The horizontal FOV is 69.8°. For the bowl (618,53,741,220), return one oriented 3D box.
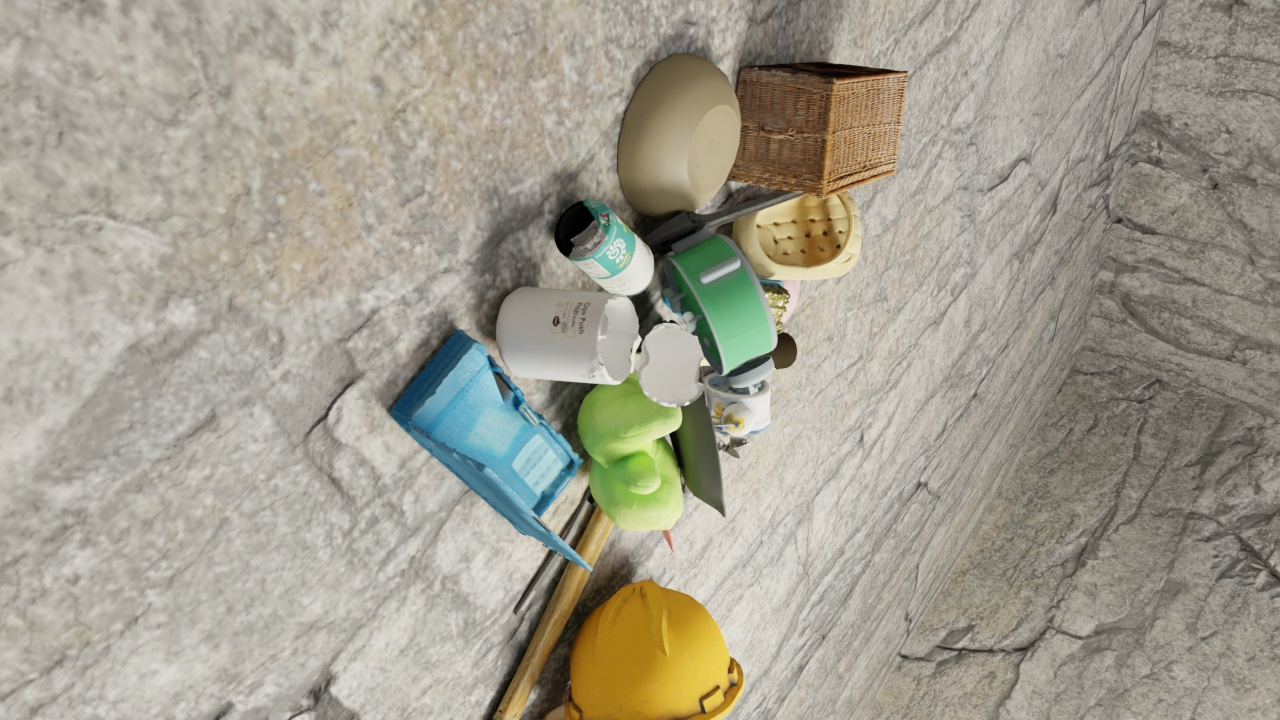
[{"bbox_3d":[0.047,-0.199,0.840,0.151,0.050,0.152,-35,138,-40],"label":"bowl"}]

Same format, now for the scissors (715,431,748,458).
[{"bbox_3d":[0.100,0.114,1.173,0.150,0.012,0.165,-40,152,-25],"label":"scissors"}]

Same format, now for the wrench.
[{"bbox_3d":[0.098,-0.150,0.925,0.272,0.018,0.073,-25,172,-38],"label":"wrench"}]

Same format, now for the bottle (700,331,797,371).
[{"bbox_3d":[0.107,-0.006,1.061,0.184,0.045,0.045,-6,117,-42],"label":"bottle"}]

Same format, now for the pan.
[{"bbox_3d":[0.044,0.083,0.975,0.024,0.216,0.355,-14,155,-6],"label":"pan"}]

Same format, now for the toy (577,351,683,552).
[{"bbox_3d":[-0.009,0.095,0.905,0.107,0.150,0.197,-6,126,-12],"label":"toy"}]

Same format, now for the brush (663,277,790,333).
[{"bbox_3d":[0.085,-0.066,0.973,0.135,0.075,0.055,4,111,-23],"label":"brush"}]

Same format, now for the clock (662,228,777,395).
[{"bbox_3d":[0.077,-0.035,0.868,0.075,0.122,0.162,-26,123,-5],"label":"clock"}]

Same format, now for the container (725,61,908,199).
[{"bbox_3d":[0.187,-0.246,0.957,0.198,0.114,0.113,-25,126,-49],"label":"container"}]

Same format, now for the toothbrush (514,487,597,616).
[{"bbox_3d":[-0.083,0.194,0.961,0.167,0.013,0.013,-56,148,-9],"label":"toothbrush"}]

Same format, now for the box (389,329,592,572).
[{"bbox_3d":[-0.094,0.085,0.771,0.094,0.112,0.232,-53,147,-17],"label":"box"}]

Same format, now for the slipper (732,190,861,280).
[{"bbox_3d":[0.204,-0.148,1.050,0.260,0.079,0.111,-16,93,-47],"label":"slipper"}]

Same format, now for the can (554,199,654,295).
[{"bbox_3d":[-0.029,-0.095,0.796,0.055,0.055,0.101,-62,148,-5],"label":"can"}]

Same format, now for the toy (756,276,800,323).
[{"bbox_3d":[0.165,-0.091,1.090,0.095,0.053,0.099,-64,158,-12],"label":"toy"}]

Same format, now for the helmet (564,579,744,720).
[{"bbox_3d":[0.008,0.322,1.045,0.255,0.205,0.131,-10,92,-80],"label":"helmet"}]

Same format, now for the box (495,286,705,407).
[{"bbox_3d":[-0.029,-0.011,0.765,0.136,0.147,0.084,45,54,-57],"label":"box"}]

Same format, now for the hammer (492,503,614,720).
[{"bbox_3d":[-0.097,0.285,0.987,0.132,0.033,0.330,30,85,-58],"label":"hammer"}]

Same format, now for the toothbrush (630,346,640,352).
[{"bbox_3d":[-0.006,0.005,0.933,0.024,0.022,0.186,-32,138,-15],"label":"toothbrush"}]

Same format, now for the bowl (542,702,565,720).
[{"bbox_3d":[-0.072,0.437,1.068,0.144,0.146,0.063,-18,89,-50],"label":"bowl"}]

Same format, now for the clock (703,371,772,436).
[{"bbox_3d":[0.102,0.053,1.061,0.125,0.089,0.052,-30,129,-53],"label":"clock"}]
